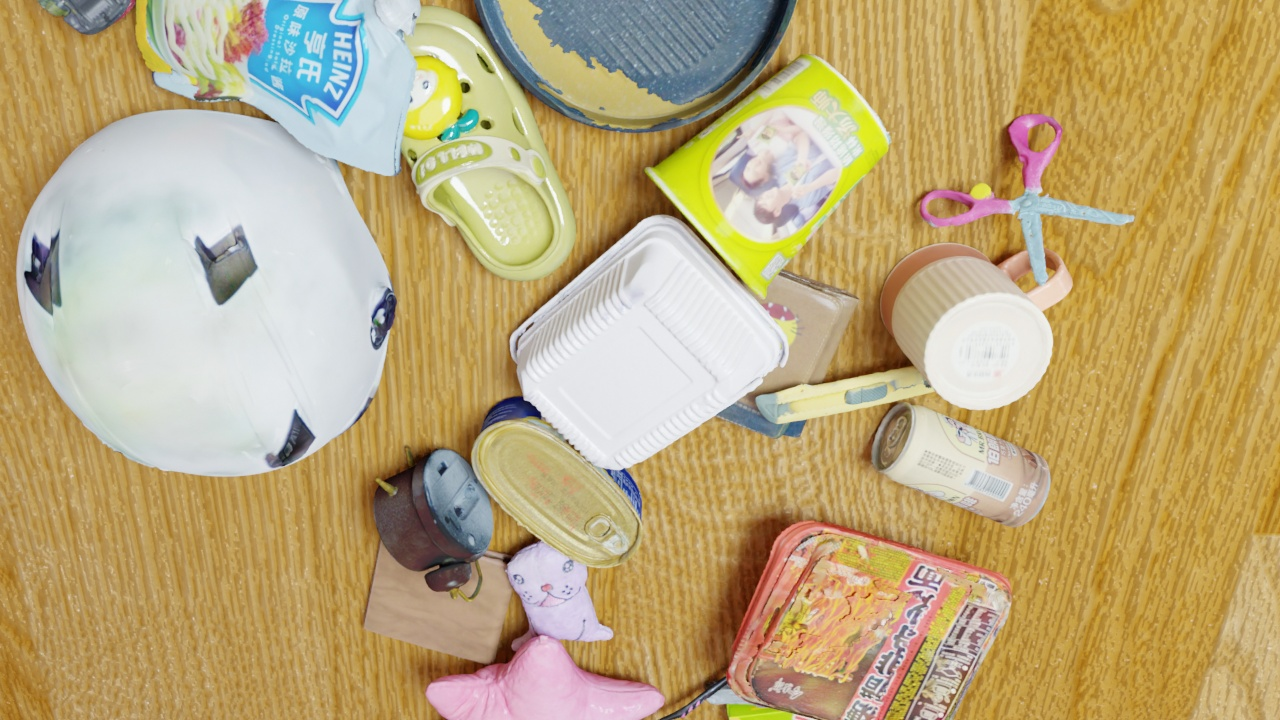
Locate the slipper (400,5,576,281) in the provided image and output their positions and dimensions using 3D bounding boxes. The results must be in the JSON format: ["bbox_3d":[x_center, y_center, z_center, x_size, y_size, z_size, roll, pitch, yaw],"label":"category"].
[{"bbox_3d":[-0.105,-0.130,0.581,0.092,0.081,0.190,-27,112,9],"label":"slipper"}]

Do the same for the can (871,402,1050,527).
[{"bbox_3d":[0.234,0.076,0.672,0.116,0.058,0.059,22,111,-8],"label":"can"}]

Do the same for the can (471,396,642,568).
[{"bbox_3d":[-0.060,0.091,0.688,0.148,0.049,0.075,42,107,-15],"label":"can"}]

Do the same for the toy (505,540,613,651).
[{"bbox_3d":[-0.072,0.187,0.731,0.084,0.039,0.108,-10,120,0],"label":"toy"}]

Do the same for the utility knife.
[{"bbox_3d":[0.170,0.018,0.656,0.188,0.020,0.031,-14,126,-15],"label":"utility knife"}]

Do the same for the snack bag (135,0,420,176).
[{"bbox_3d":[-0.215,-0.190,0.545,0.191,0.038,0.110,23,104,14],"label":"snack bag"}]

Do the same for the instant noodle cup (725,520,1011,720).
[{"bbox_3d":[0.168,0.202,0.712,0.189,0.079,0.165,17,108,-8],"label":"instant noodle cup"}]

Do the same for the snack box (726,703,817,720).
[{"bbox_3d":[0.157,0.324,0.794,0.156,0.026,0.086,-8,112,5],"label":"snack box"}]

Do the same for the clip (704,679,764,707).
[{"bbox_3d":[0.082,0.282,0.782,0.058,0.045,0.027,-7,117,14],"label":"clip"}]

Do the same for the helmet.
[{"bbox_3d":[-0.285,-0.024,0.592,0.229,0.145,0.259,-1,113,2],"label":"helmet"}]

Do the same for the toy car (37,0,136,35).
[{"bbox_3d":[-0.357,-0.256,0.549,0.053,0.045,0.120,-31,114,11],"label":"toy car"}]

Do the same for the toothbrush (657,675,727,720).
[{"bbox_3d":[0.053,0.286,0.772,0.189,0.017,0.014,-37,151,5],"label":"toothbrush"}]

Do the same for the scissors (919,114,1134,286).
[{"bbox_3d":[0.244,-0.106,0.578,0.017,0.133,0.131,40,77,-45],"label":"scissors"}]

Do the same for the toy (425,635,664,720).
[{"bbox_3d":[-0.076,0.281,0.748,0.194,0.074,0.179,3,130,-11],"label":"toy"}]

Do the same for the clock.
[{"bbox_3d":[-0.148,0.124,0.685,0.055,0.082,0.122,-24,103,15],"label":"clock"}]

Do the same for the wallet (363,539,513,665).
[{"bbox_3d":[-0.164,0.192,0.749,0.115,0.020,0.101,15,110,-3],"label":"wallet"}]

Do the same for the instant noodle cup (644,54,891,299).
[{"bbox_3d":[0.084,-0.119,0.572,0.123,0.111,0.111,-42,106,8],"label":"instant noodle cup"}]

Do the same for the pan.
[{"bbox_3d":[-0.059,-0.285,0.515,0.198,0.078,0.357,-43,106,16],"label":"pan"}]

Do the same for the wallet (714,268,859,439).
[{"bbox_3d":[0.095,-0.006,0.656,0.090,0.033,0.115,19,108,-6],"label":"wallet"}]

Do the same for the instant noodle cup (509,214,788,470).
[{"bbox_3d":[-0.004,0.004,0.618,0.138,0.060,0.174,46,125,-12],"label":"instant noodle cup"}]

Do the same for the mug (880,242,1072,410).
[{"bbox_3d":[0.225,-0.032,0.601,0.115,0.105,0.081,-31,109,13],"label":"mug"}]
